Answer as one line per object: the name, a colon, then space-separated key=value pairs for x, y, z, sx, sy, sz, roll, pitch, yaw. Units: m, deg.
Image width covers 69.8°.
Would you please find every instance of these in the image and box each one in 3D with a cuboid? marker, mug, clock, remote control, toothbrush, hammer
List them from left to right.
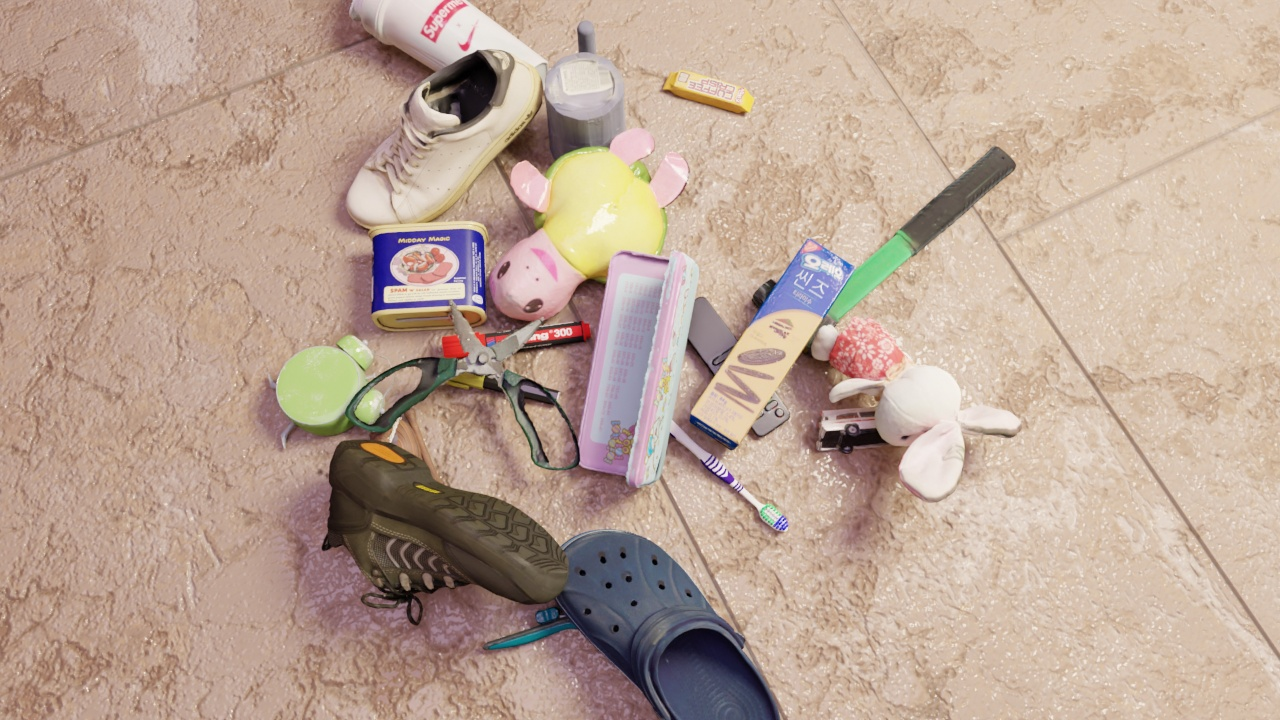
clock: x=-0.295 y=0.028 z=0.879 sx=0.119 sy=0.043 sz=0.094 roll=-18 pitch=74 yaw=-8
marker: x=-0.140 y=0.024 z=0.896 sx=0.124 sy=0.017 sz=0.021 roll=14 pitch=72 yaw=2
marker: x=-0.122 y=-0.022 z=0.909 sx=0.145 sy=0.023 sz=0.021 roll=-8 pitch=34 yaw=-4
mug: x=-0.056 y=-0.271 z=0.952 sx=0.084 sy=0.104 sz=0.123 roll=2 pitch=72 yaw=0
toothbrush: x=0.068 y=0.099 z=0.876 sx=0.186 sy=0.016 sz=0.015 roll=41 pitch=75 yaw=11
remote control: x=0.089 y=0.006 z=0.906 sx=0.041 sy=0.020 sz=0.152 roll=-34 pitch=76 yaw=-7
hammer: x=0.272 y=-0.117 z=0.946 sx=0.318 sy=0.032 sz=0.130 roll=-40 pitch=76 yaw=-14

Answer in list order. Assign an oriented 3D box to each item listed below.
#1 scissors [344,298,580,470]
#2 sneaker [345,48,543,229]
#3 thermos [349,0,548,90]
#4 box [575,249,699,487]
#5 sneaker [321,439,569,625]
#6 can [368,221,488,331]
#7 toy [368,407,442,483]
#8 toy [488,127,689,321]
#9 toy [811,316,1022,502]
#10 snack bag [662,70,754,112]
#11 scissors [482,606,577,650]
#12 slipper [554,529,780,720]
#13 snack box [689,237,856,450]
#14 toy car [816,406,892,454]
scissors: x=-0.154 y=0.043 z=0.852 sx=0.201 sy=0.015 sz=0.201 roll=-34 pitch=81 yaw=-9
sneaker: x=-0.206 y=-0.216 z=0.902 sx=0.242 sy=0.102 sz=0.089 roll=-39 pitch=79 yaw=11
thermos: x=-0.203 y=-0.351 z=0.984 sx=0.220 sy=0.099 sz=0.099 roll=35 pitch=74 yaw=5
box: x=-0.003 y=0.005 z=0.834 sx=0.089 sy=0.092 sz=0.214 roll=11 pitch=90 yaw=2
sneaker: x=-0.185 y=0.175 z=0.777 sx=0.238 sy=0.101 sz=0.143 roll=24 pitch=97 yaw=21
can: x=-0.209 y=-0.082 z=0.910 sx=0.116 sy=0.057 sz=0.092 roll=-3 pitch=73 yaw=-2
toy: x=-0.220 y=0.091 z=0.861 sx=0.054 sy=0.042 sz=0.101 roll=-13 pitch=62 yaw=-29
toy: x=-0.050 y=-0.130 z=0.913 sx=0.190 sy=0.088 sz=0.238 roll=43 pitch=81 yaw=-12
toy: x=0.235 y=0.030 z=0.832 sx=0.194 sy=0.084 sz=0.158 roll=41 pitch=50 yaw=22
snack bag: x=0.075 y=-0.295 z=1.007 sx=0.099 sy=0.020 sz=0.026 roll=18 pitch=73 yaw=5
scissors: x=-0.080 y=0.216 z=0.832 sx=0.155 sy=0.019 sz=0.124 roll=-31 pitch=77 yaw=-13
slipper: x=0.030 y=0.240 z=0.782 sx=0.105 sy=0.095 sz=0.253 roll=-41 pitch=84 yaw=-17
snack box: x=0.124 y=-0.016 z=0.868 sx=0.056 sy=0.057 sz=0.206 roll=33 pitch=82 yaw=8
toy car: x=0.225 y=0.063 z=0.883 sx=0.113 sy=0.039 sz=0.039 roll=-6 pitch=50 yaw=-4
